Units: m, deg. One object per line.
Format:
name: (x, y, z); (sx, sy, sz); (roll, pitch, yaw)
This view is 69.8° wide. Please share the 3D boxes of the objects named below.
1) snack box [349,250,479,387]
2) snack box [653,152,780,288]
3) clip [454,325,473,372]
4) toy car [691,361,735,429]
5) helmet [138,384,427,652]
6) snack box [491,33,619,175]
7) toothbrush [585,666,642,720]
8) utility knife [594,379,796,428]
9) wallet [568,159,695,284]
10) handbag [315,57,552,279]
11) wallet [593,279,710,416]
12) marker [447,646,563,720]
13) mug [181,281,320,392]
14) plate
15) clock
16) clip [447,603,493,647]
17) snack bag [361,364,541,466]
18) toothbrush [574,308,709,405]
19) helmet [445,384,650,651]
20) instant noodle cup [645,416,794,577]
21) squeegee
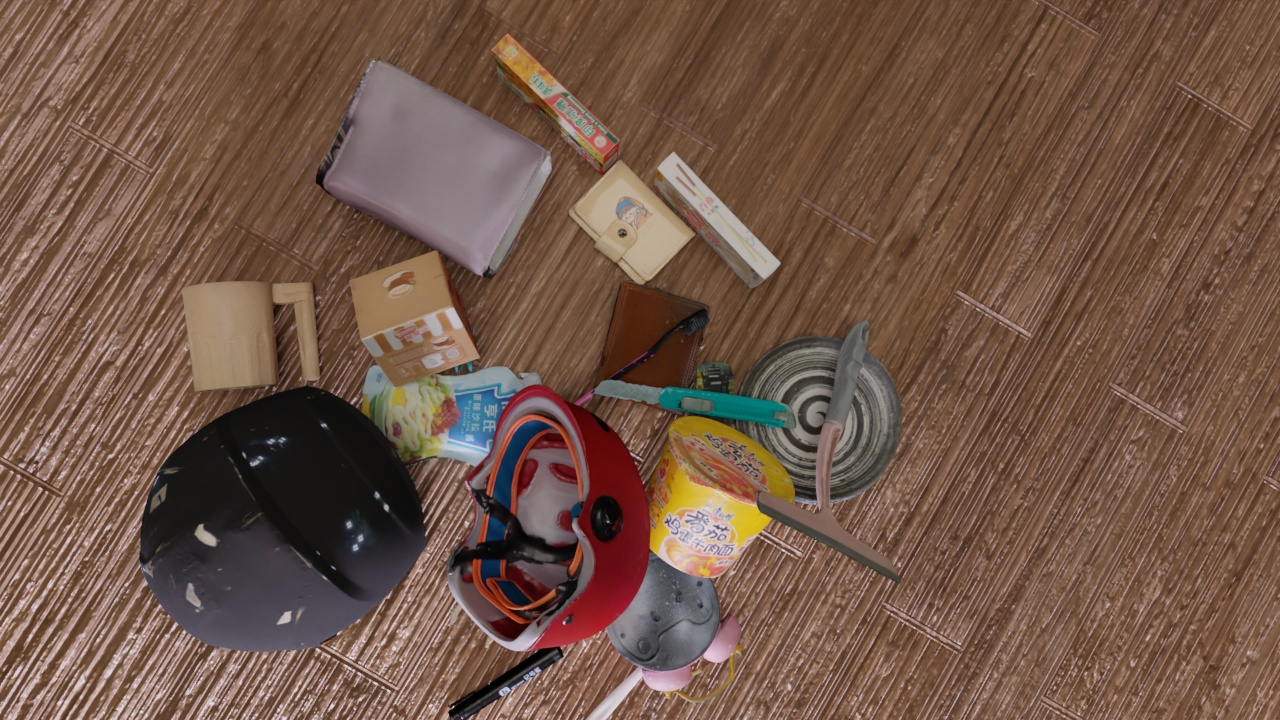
snack box: (-0.224, -0.041, 0.914); (0.092, 0.094, 0.077); (-20, 58, -3)
snack box: (0.077, -0.142, 0.950); (0.027, 0.085, 0.157); (-44, 90, -2)
clip: (-0.184, -0.012, 0.957); (0.043, 0.014, 0.056); (-6, 61, -5)
toy car: (0.076, 0.046, 0.965); (0.043, 0.036, 0.091); (-2, 97, -9)
helmet: (-0.344, 0.157, 0.856); (0.275, 0.229, 0.233); (-39, 88, 16)
snack box: (-0.086, -0.263, 0.950); (0.156, 0.077, 0.027); (43, 86, 0)
toothbrush: (0.000, 0.326, 0.963); (0.016, 0.016, 0.180); (43, 88, 14)
utility knife: (0.060, 0.044, 0.937); (0.216, 0.013, 0.029); (9, 100, -10)
wallet: (-0.012, -0.144, 0.977); (0.115, 0.024, 0.087); (45, 87, -2)
handbag: (-0.206, -0.189, 0.931); (0.197, 0.098, 0.145); (29, 85, -2)
wallet: (0.013, -0.013, 0.969); (0.101, 0.032, 0.124); (15, 88, -5)
marker: (-0.140, 0.334, 0.953); (0.132, 0.020, 0.022); (-32, 60, -3)
mug: (-0.392, -0.025, 0.932); (0.124, 0.084, 0.103); (-5, 89, -30)
plate: (0.189, 0.063, 0.978); (0.179, 0.024, 0.179); (0, 86, -3)
clock: (0.034, 0.268, 0.929); (0.117, 0.060, 0.158); (-34, 75, 1)
clip: (-0.146, 0.253, 0.949); (0.103, 0.035, 0.092); (-36, 86, -11)
snack bag: (-0.191, 0.060, 0.953); (0.191, 0.039, 0.110); (2, 76, -4)
toothbrush: (-0.006, 0.006, 0.945); (0.189, 0.014, 0.018); (-36, 106, -6)
helmet: (-0.069, 0.153, 0.879); (0.143, 0.207, 0.240); (17, 82, -39)
instant noodle cup: (0.065, 0.138, 0.909); (0.138, 0.137, 0.110); (29, 112, -1)
squeegee: (0.201, 0.072, 0.929); (0.247, 0.040, 0.249); (31, 63, -37)
